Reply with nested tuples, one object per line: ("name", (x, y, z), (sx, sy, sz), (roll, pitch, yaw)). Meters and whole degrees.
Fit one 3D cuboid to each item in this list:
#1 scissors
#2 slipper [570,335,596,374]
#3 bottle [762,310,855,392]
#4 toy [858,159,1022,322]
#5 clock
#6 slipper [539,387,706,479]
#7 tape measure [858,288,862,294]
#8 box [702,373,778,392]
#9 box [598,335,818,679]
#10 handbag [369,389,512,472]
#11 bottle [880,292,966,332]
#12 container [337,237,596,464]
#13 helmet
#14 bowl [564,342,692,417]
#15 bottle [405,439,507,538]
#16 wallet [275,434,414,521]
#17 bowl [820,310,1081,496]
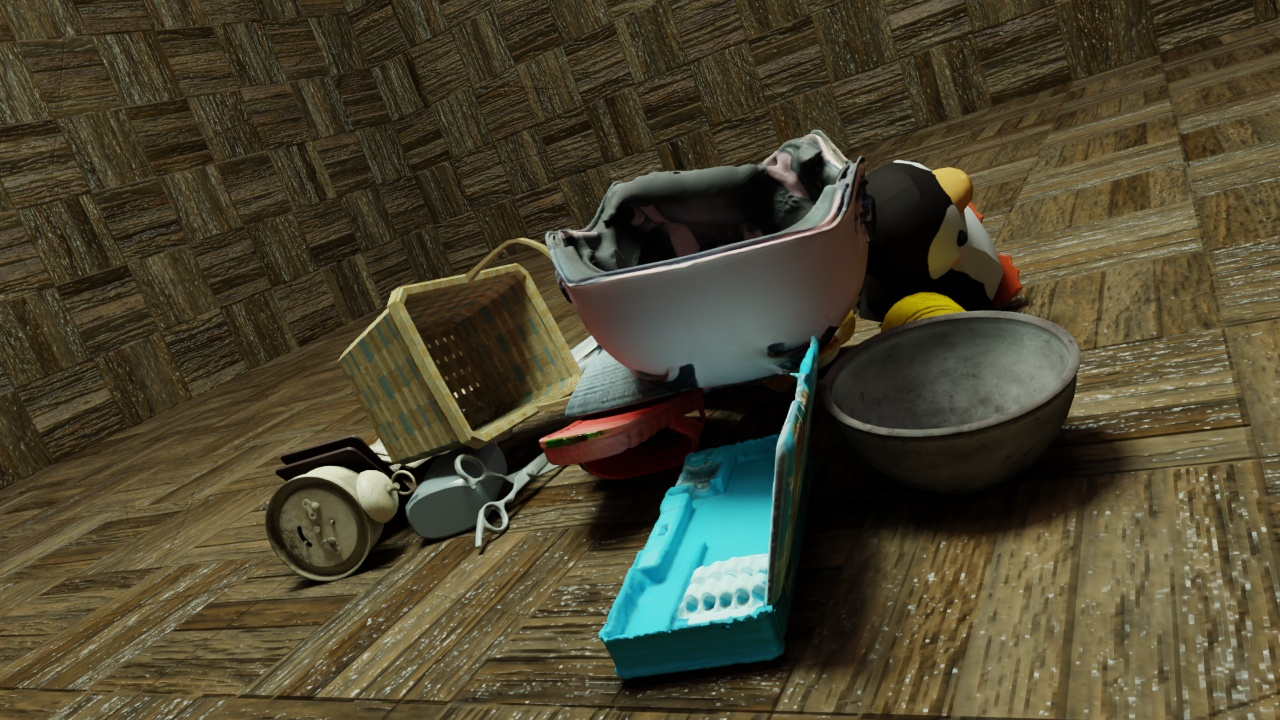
("scissors", (-0.099, 0.110, 0.784), (0.161, 0.117, 0.014), (12, -43, -45))
("slipper", (-0.020, -0.016, 1.098), (0.264, 0.063, 0.111), (-32, 12, 5))
("bottle", (0.151, -0.017, 0.845), (0.063, 0.063, 0.108), (-3, 36, 52))
("toy", (0.226, -0.097, 0.785), (0.140, 0.159, 0.184), (-33, -28, 18))
("clock", (-0.248, 0.126, 0.779), (0.141, 0.093, 0.054), (-26, 7, 14))
("slipper", (-0.003, 0.065, 0.745), (0.104, 0.059, 0.248), (-13, 0, 16))
("tape measure", (0.257, -0.103, 1.078), (0.058, 0.038, 0.058), (-29, 16, -33))
("box", (0.077, -0.042, 0.874), (0.062, 0.160, 0.231), (19, -15, -24))
("box", (0.071, 0.079, 0.537), (0.171, 0.085, 0.226), (-50, 1, 24))
("handbag", (-0.269, 0.101, 1.019), (0.197, 0.062, 0.176), (-34, 18, -30))
("bottle", (0.221, -0.009, 0.691), (0.071, 0.071, 0.163), (-18, 13, 10))
("container", (-0.131, -0.014, 0.855), (0.187, 0.157, 0.249), (-28, 1, 22))
("helmet", (0.057, -0.061, 0.671), (0.230, 0.153, 0.255), (-12, 20, 8))
("bowl", (-0.005, 0.005, 0.779), (0.137, 0.057, 0.137), (-14, 1, 0))
("bottle", (-0.160, 0.106, 0.840), (0.072, 0.046, 0.161), (-19, 13, 5))
("wallet", (-0.261, 0.116, 0.833), (0.092, 0.115, 0.018), (-16, 45, 19))
("bowl", (0.188, 0.032, 0.550), (0.145, 0.067, 0.144), (-16, 23, 7))
